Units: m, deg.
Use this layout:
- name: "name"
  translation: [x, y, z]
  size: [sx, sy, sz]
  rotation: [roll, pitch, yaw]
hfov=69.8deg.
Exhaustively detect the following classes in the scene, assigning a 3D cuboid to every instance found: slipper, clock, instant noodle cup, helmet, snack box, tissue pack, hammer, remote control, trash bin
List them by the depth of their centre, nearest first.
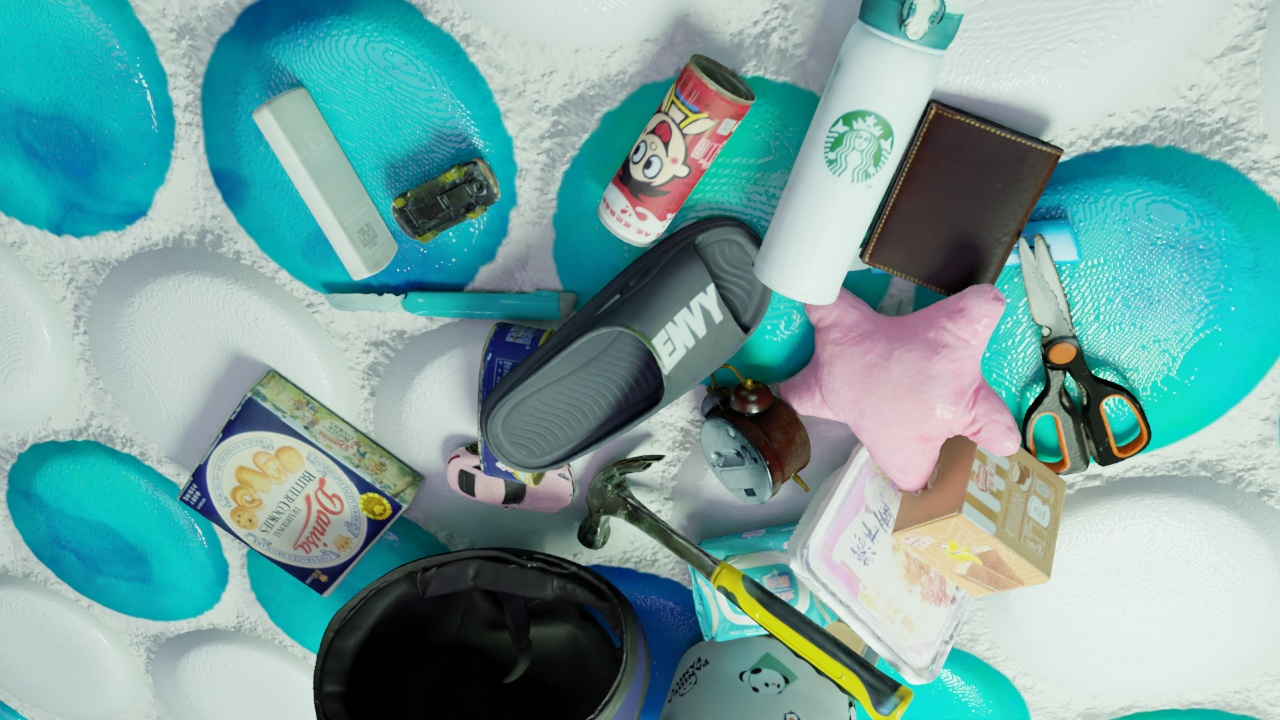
- name: "slipper"
  translation: [-0.004, 0.004, 0.695]
  size: [0.268, 0.083, 0.110]
  rotation: [-37, 113, 5]
- name: "remote control"
  translation: [-0.242, -0.136, 0.714]
  size: [0.021, 0.058, 0.150]
  rotation: [-15, 116, 22]
- name: "snack box"
  translation: [0.268, 0.118, 0.726]
  size: [0.094, 0.092, 0.077]
  rotation: [36, 145, -11]
- name: "clock"
  translation: [0.088, 0.059, 0.747]
  size: [0.122, 0.055, 0.082]
  rotation: [63, 153, -5]
- name: "instant noodle cup"
  translation: [0.198, 0.169, 0.771]
  size: [0.173, 0.137, 0.060]
  rotation: [44, 153, -14]
- name: "hammer"
  translation: [0.082, 0.192, 0.780]
  size: [0.323, 0.031, 0.126]
  rotation: [33, 126, 23]
- name: "tissue pack"
  translation: [0.109, 0.201, 0.832]
  size: [0.134, 0.050, 0.093]
  rotation: [-15, 93, 20]
- name: "trash bin"
  translation: [0.095, 0.410, 0.841]
  size: [0.230, 0.251, 0.230]
  rotation: [10, 131, 11]
- name: "helmet"
  translation: [-0.130, 0.306, 0.852]
  size: [0.316, 0.246, 0.240]
  rotation: [-7, 146, 12]
- name: "snack box"
  translation: [-0.334, 0.126, 0.898]
  size: [0.182, 0.045, 0.178]
  rotation: [38, 121, -11]

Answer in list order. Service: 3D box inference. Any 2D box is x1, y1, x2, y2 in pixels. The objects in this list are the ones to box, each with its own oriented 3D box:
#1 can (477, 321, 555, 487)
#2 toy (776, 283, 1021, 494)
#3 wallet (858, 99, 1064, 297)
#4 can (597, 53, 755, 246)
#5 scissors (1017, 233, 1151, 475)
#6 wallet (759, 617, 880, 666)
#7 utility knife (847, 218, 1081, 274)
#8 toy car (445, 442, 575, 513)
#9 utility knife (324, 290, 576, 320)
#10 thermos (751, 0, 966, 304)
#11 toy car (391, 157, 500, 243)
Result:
- name: "can"
  translation: [-0.103, 0.038, 0.780]
  size: [0.049, 0.074, 0.148]
  rotation: [11, 120, 9]
- name: "toy"
  translation: [0.187, 0.023, 0.696]
  size: [0.195, 0.074, 0.179]
  rotation: [4, 113, 39]
- name: "wallet"
  translation: [0.221, -0.107, 0.642]
  size: [0.096, 0.020, 0.122]
  rotation: [23, 114, 8]
- name: "can"
  translation: [0.023, -0.146, 0.654]
  size: [0.053, 0.053, 0.133]
  rotation: [32, 122, -8]
- name: "scissors"
  translation: [0.329, -0.005, 0.681]
  size: [0.143, 0.021, 0.235]
  rotation: [0, 126, 8]
- name: "wallet"
  translation: [0.173, 0.257, 0.879]
  size: [0.115, 0.033, 0.090]
  rotation: [12, 123, 9]
- name: "utility knife"
  translation: [0.218, -0.079, 0.675]
  size: [0.194, 0.018, 0.034]
  rotation: [-4, 120, 16]
- name: "toy car"
  translation: [-0.121, 0.112, 0.851]
  size: [0.122, 0.037, 0.056]
  rotation: [10, 124, 5]
- name: "utility knife"
  translation: [-0.162, -0.049, 0.775]
  size: [0.223, 0.013, 0.029]
  rotation: [2, 123, 8]
- name: "thermos"
  translation: [0.144, -0.148, 0.612]
  size: [0.073, 0.073, 0.225]
  rotation: [19, 120, 0]
- name: "toy car"
  translation: [-0.152, -0.125, 0.715]
  size: [0.091, 0.035, 0.042]
  rotation: [-21, 113, 23]
